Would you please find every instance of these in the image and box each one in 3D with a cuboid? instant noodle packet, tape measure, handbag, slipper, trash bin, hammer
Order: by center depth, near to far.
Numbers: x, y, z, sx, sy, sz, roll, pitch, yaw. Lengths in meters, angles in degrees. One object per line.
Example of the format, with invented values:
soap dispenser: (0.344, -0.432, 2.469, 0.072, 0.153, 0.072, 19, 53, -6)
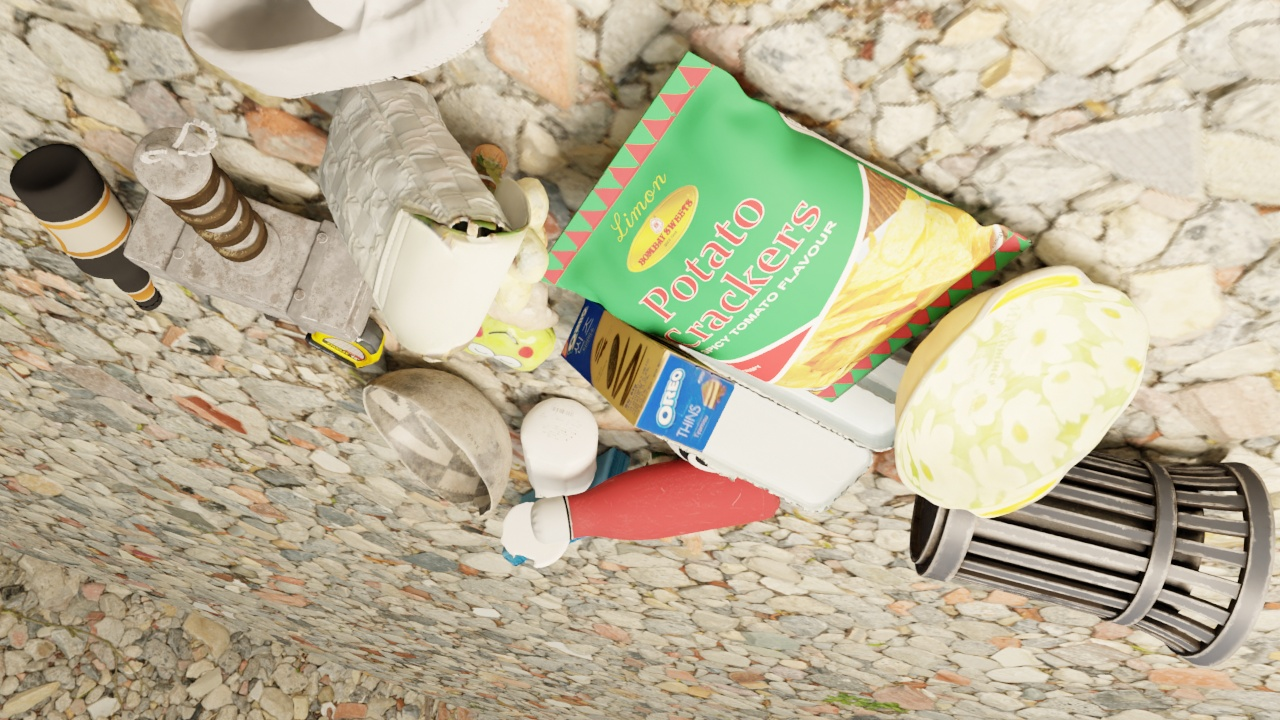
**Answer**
slipper: (-0.153, -0.203, 0.482, 0.247, 0.112, 0.074, -4, -175, 34)
instant noodle packet: (0.085, -0.064, 0.591, 0.252, 0.090, 0.196, 22, 137, -21)
handbag: (-0.130, -0.101, 0.592, 0.123, 0.171, 0.113, -12, 144, -38)
hammer: (-0.278, -0.094, 0.613, 0.177, 0.079, 0.327, 19, 170, -8)
trash bin: (0.351, 0.136, 0.753, 0.227, 0.163, 0.164, 13, 149, 9)
tape measure: (-0.274, -0.024, 0.867, 0.065, 0.037, 0.064, 28, 147, -25)

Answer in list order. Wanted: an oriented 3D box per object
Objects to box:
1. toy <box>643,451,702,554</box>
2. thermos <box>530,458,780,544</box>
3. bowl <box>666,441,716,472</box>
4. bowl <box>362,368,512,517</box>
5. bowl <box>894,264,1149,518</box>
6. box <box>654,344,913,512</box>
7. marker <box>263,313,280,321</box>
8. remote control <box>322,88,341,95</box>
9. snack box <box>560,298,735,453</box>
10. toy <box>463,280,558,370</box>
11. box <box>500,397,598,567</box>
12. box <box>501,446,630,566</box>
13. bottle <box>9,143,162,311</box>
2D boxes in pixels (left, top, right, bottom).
toy: (0.036, 0.143, 0.969, 0.106, 0.074, 0.085, 57, 171, -12)
thermos: (0.013, 0.137, 0.888, 0.239, 0.073, 0.073, -9, 150, -10)
bowl: (0.070, 0.063, 0.835, 0.120, 0.066, 0.120, 11, 149, 6)
bowl: (-0.191, 0.067, 0.926, 0.178, 0.081, 0.179, 29, 148, 20)
bowl: (0.251, 0.014, 0.639, 0.188, 0.060, 0.220, -20, 130, -6)
box: (0.113, 0.031, 0.744, 0.208, 0.037, 0.189, 26, 132, -8)
marker: (-0.310, -0.054, 0.853, 0.124, 0.017, 0.021, -9, 109, 35)
remote control: (-0.169, -0.200, 0.566, 0.131, 0.012, 0.033, -15, 138, 40)
snack box: (-0.004, 0.004, 0.676, 0.057, 0.056, 0.207, 22, -175, -22)
toy: (-0.112, -0.036, 0.775, 0.092, 0.046, 0.115, 22, 140, -6)
box: (-0.092, 0.121, 0.917, 0.080, 0.150, 0.106, 13, 151, 5)
box: (-0.081, 0.176, 1.055, 0.052, 0.093, 0.232, 29, 145, -22)
bottle: (-0.468, -0.103, 0.799, 0.059, 0.059, 0.182, 10, 149, 7)
